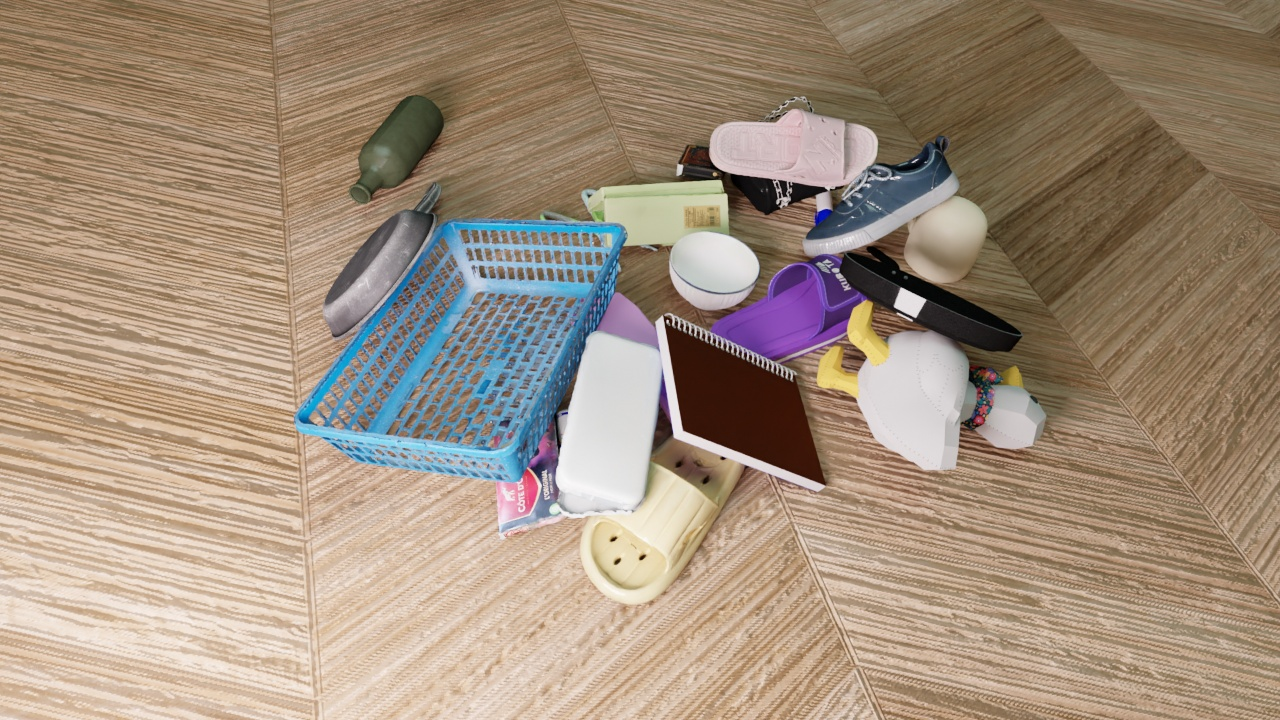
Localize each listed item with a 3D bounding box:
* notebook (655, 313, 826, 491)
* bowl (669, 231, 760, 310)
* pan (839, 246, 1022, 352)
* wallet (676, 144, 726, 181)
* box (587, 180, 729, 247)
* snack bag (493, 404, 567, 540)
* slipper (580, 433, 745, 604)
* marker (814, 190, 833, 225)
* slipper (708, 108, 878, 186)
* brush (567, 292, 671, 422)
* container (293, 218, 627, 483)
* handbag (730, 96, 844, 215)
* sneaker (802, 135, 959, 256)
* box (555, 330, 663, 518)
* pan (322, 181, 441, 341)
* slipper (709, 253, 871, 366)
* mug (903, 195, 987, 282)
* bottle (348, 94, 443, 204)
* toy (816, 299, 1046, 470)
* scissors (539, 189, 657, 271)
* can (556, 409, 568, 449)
[{"bbox_3d":[0.112,0.045,1.028,0.209,0.022,0.171,23,41,-31],"label":"notebook"},{"bbox_3d":[0.092,-0.107,1.199,0.118,0.062,0.117,5,48,-6],"label":"bowl"},{"bbox_3d":[0.339,-0.092,1.157,0.225,0.034,0.356,21,17,-10],"label":"pan"},{"bbox_3d":[0.095,-0.293,1.367,0.072,0.019,0.122,10,28,6],"label":"wallet"},{"bbox_3d":[0.023,-0.209,1.289,0.187,0.091,0.083,-5,12,-21],"label":"box"},{"bbox_3d":[-0.120,0.114,0.984,0.075,0.018,0.155,-18,49,8],"label":"snack bag"},{"bbox_3d":[0.032,0.135,0.966,0.111,0.079,0.260,28,50,20],"label":"slipper"},{"bbox_3d":[0.273,-0.242,1.374,0.027,0.023,0.132,3,48,3],"label":"marker"},{"bbox_3d":[0.217,-0.298,1.278,0.239,0.064,0.094,2,79,-2],"label":"slipper"},{"bbox_3d":[-0.006,0.006,1.088,0.089,0.043,0.228,-21,52,-24],"label":"brush"},{"bbox_3d":[-0.176,-0.017,1.022,0.257,0.089,0.361,5,45,21],"label":"container"},{"bbox_3d":[0.221,-0.295,1.340,0.153,0.115,0.125,-19,58,-11],"label":"handbag"},{"bbox_3d":[0.323,-0.224,1.263,0.236,0.087,0.089,-28,17,6],"label":"sneaker"},{"bbox_3d":[-0.028,0.057,0.952,0.123,0.083,0.215,-9,43,14],"label":"box"},{"bbox_3d":[-0.302,-0.151,1.137,0.055,0.188,0.356,40,27,-26],"label":"pan"},{"bbox_3d":[0.205,-0.075,1.173,0.265,0.084,0.107,-26,57,-28],"label":"slipper"},{"bbox_3d":[0.427,-0.185,1.296,0.096,0.100,0.120,-21,55,-25],"label":"mug"},{"bbox_3d":[-0.348,-0.292,1.289,0.071,0.072,0.206,16,48,5],"label":"bottle"},{"bbox_3d":[0.342,0.044,1.058,0.267,0.141,0.245,28,37,3],"label":"toy"},{"bbox_3d":[-0.054,-0.188,1.280,0.171,0.025,0.159,19,42,3],"label":"scissors"},{"bbox_3d":[-0.074,0.098,1.010,0.032,0.032,0.095,-5,50,-13],"label":"can"}]
